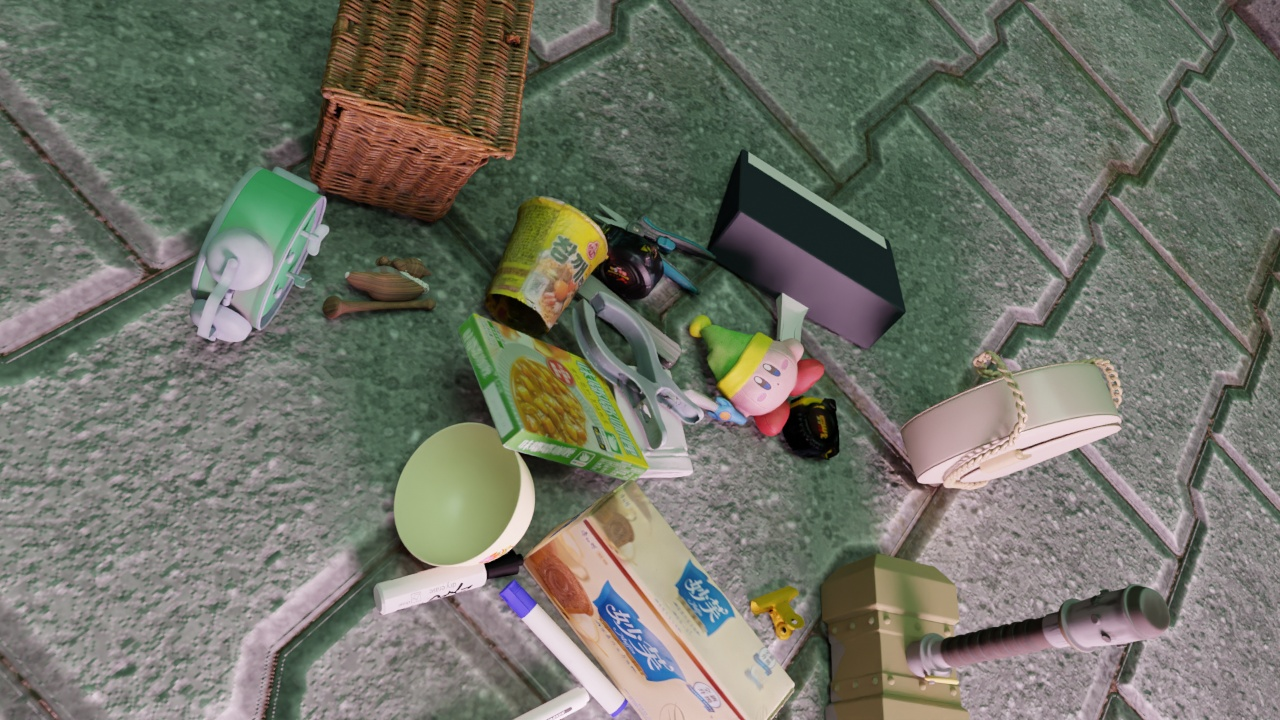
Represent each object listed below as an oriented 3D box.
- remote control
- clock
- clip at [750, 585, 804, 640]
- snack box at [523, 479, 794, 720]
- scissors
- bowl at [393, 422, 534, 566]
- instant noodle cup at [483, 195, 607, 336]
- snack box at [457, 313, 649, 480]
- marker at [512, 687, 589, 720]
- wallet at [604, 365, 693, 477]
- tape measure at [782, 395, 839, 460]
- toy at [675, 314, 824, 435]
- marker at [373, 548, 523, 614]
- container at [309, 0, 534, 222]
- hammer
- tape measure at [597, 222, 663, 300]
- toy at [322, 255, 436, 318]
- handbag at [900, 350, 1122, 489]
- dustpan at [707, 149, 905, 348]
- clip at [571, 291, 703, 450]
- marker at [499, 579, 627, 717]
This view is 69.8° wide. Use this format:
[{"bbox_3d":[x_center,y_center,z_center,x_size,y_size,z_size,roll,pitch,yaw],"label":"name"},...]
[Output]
[{"bbox_3d":[-0.015,-0.042,0.954,0.136,0.013,0.033,38,53,-5],"label":"remote control"},{"bbox_3d":[-0.308,-0.077,0.735,0.075,0.122,0.161,26,37,-14],"label":"clock"},{"bbox_3d":[0.139,0.243,0.885,0.052,0.035,0.046,-10,64,-34],"label":"clip"},{"bbox_3d":[0.006,0.211,0.750,0.055,0.154,0.207,-36,86,-36],"label":"snack box"},{"bbox_3d":[0.020,-0.126,1.012,0.149,0.019,0.122,-7,73,-25],"label":"scissors"},{"bbox_3d":[-0.134,0.119,0.763,0.074,0.118,0.117,46,36,-58],"label":"bowl"},{"bbox_3d":[-0.096,-0.087,0.887,0.102,0.102,0.108,31,64,-12],"label":"instant noodle cup"},{"bbox_3d":[-0.074,0.035,0.807,0.168,0.027,0.132,24,30,-49],"label":"snack box"},{"bbox_3d":[-0.098,0.297,0.736,0.133,0.017,0.020,-16,111,-34],"label":"marker"},{"bbox_3d":[0.005,0.062,0.904,0.086,0.032,0.116,9,58,-35],"label":"wallet"},{"bbox_3d":[0.182,0.074,0.991,0.062,0.038,0.067,11,64,-33],"label":"tape measure"},{"bbox_3d":[0.106,0.012,0.970,0.131,0.097,0.124,36,93,-17],"label":"toy"},{"bbox_3d":[-0.155,0.180,0.757,0.125,0.025,0.025,-9,71,-32],"label":"marker"},{"bbox_3d":[-0.209,-0.265,0.852,0.162,0.184,0.249,15,61,-23],"label":"container"},{"bbox_3d":[0.296,0.243,0.786,0.100,0.326,0.189,16,59,-21],"label":"hammer"},{"bbox_3d":[-0.012,-0.100,0.950,0.071,0.072,0.042,21,50,16],"label":"tape measure"},{"bbox_3d":[-0.234,-0.067,0.831,0.101,0.042,0.055,-5,91,-39],"label":"toy"},{"bbox_3d":[0.398,0.066,1.004,0.208,0.211,0.103,2,64,-37],"label":"handbag"},{"bbox_3d":[0.192,-0.104,1.085,0.236,0.080,0.272,29,35,-14],"label":"dustpan"},{"bbox_3d":[0.003,0.001,0.900,0.107,0.028,0.163,-25,80,-46],"label":"clip"},{"bbox_3d":[-0.065,0.244,0.777,0.141,0.020,0.020,47,53,0],"label":"marker"}]
